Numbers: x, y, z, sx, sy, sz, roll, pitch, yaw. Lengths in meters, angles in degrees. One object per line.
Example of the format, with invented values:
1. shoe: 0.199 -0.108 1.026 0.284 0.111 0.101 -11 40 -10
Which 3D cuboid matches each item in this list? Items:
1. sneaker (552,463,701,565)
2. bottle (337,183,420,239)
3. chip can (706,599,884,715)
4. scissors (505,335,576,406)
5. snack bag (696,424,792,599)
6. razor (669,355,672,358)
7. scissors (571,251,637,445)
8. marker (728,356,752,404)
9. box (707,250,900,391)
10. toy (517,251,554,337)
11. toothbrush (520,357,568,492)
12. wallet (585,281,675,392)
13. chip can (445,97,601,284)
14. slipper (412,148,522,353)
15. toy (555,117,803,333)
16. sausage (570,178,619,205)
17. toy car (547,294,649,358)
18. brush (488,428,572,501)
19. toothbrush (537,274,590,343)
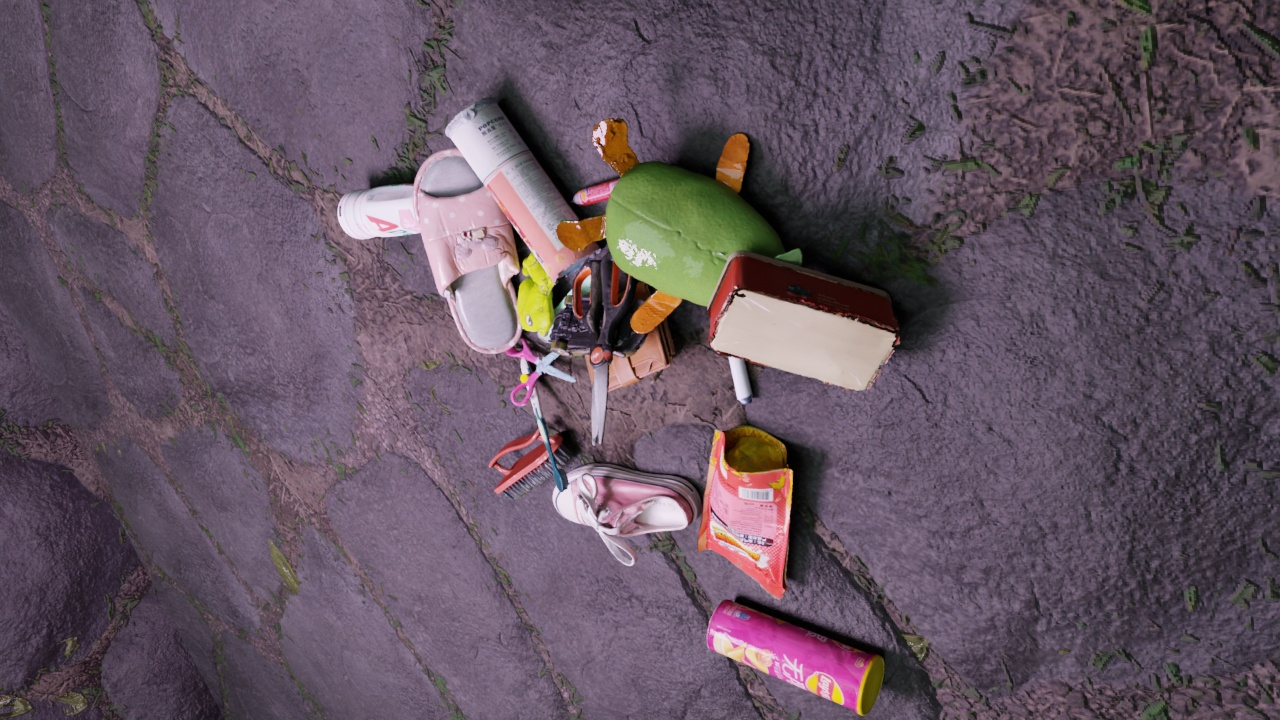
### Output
1. sneaker: -0.036 0.195 1.202 0.242 0.087 0.118 -2 113 40
2. bottle: -0.313 -0.199 1.209 0.197 0.068 0.068 1 116 35
3. chip can: 0.188 0.363 1.134 0.211 0.071 0.071 13 122 33
4. scissors: -0.136 0.002 1.206 0.134 0.017 0.125 -39 67 29
5. snack bag: 0.126 0.182 1.088 0.129 0.073 0.208 25 134 31
6. razor: -0.007 0.006 1.109 0.133 0.028 0.043 -19 76 43
7. scissors: -0.032 -0.021 0.988 0.137 0.021 0.234 -35 51 21
8. marker: 0.106 -0.012 1.016 0.023 0.018 0.131 -3 113 30
9. box: 0.152 -0.030 0.872 0.168 0.079 0.092 15 130 -8
10. toy: -0.129 -0.083 1.139 0.096 0.031 0.100 55 132 34
11. toothbrush: -0.128 0.083 1.224 0.016 0.018 0.191 -29 74 43
12. wallet: -0.017 -0.019 1.082 0.131 0.035 0.119 -25 73 44
13. chip can: -0.134 -0.196 1.062 0.214 0.071 0.071 54 135 -1
14. slipper: -0.210 -0.127 1.145 0.114 0.054 0.275 -11 117 -3
15. toy: 0.041 -0.129 0.929 0.247 0.089 0.227 29 109 4
16. sausage: -0.020 -0.191 1.010 0.156 0.020 0.020 -5 112 40
17. toy car: -0.046 -0.036 1.049 0.158 0.042 0.070 4 73 43
18. brush: -0.156 0.138 1.282 0.069 0.063 0.146 45 135 -10
19. toothbrush: -0.065 -0.087 1.102 0.225 0.026 0.027 -44 48 45
